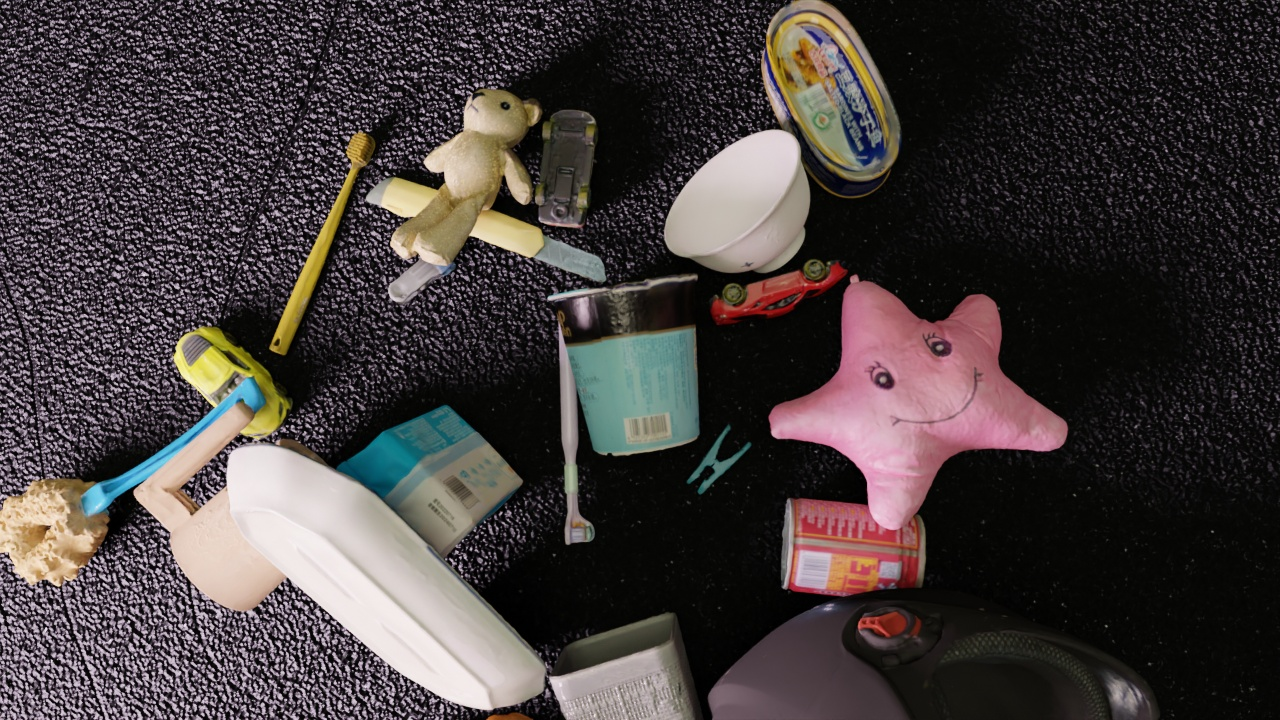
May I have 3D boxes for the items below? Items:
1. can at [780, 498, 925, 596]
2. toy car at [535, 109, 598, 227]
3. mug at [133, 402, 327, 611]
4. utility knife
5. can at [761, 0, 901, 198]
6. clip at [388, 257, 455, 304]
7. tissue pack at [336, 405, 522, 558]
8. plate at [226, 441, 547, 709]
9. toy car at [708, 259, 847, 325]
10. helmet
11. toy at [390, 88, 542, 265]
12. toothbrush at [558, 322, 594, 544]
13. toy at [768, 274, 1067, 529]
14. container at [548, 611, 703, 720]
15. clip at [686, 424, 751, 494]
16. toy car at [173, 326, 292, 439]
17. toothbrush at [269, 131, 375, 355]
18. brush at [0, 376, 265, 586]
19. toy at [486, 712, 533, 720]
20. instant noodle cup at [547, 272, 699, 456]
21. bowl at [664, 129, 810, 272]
[{"bbox_3d":[0.150,0.135,0.656,0.094,0.066,0.066,5,86,6],"label":"can"},{"bbox_3d":[-0.056,-0.149,0.711,0.042,0.035,0.090,6,86,4],"label":"toy car"},{"bbox_3d":[-0.294,0.107,0.687,0.103,0.084,0.124,-42,97,-1],"label":"mug"},{"bbox_3d":[-0.121,-0.104,0.722,0.207,0.021,0.031,20,86,13],"label":"utility knife"},{"bbox_3d":[0.142,-0.196,0.690,0.074,0.049,0.148,-25,84,3],"label":"can"},{"bbox_3d":[-0.174,-0.066,0.727,0.057,0.033,0.025,-42,86,-6],"label":"clip"},{"bbox_3d":[-0.149,0.088,0.653,0.090,0.140,0.063,45,104,2],"label":"tissue pack"},{"bbox_3d":[-0.172,0.156,0.610,0.266,0.162,0.034,54,50,-27],"label":"plate"},{"bbox_3d":[0.103,-0.050,0.683,0.106,0.049,0.031,-18,85,3],"label":"toy car"},{"bbox_3d":[0.166,0.253,0.568,0.274,0.230,0.233,-36,114,-3],"label":"helmet"},{"bbox_3d":[-0.134,-0.140,0.696,0.105,0.066,0.157,17,71,31],"label":"toy"},{"bbox_3d":[-0.053,0.045,0.706,0.021,0.029,0.189,-9,83,42],"label":"toothbrush"},{"bbox_3d":[0.184,0.019,0.656,0.194,0.075,0.178,-23,70,-6],"label":"toy"},{"bbox_3d":[-0.001,0.255,0.652,0.090,0.090,0.114,-18,87,4],"label":"container"},{"bbox_3d":[0.058,0.077,0.696,0.040,0.014,0.056,39,91,7],"label":"clip"},{"bbox_3d":[-0.324,0.017,0.726,0.105,0.032,0.048,43,90,5],"label":"toy car"},{"bbox_3d":[-0.256,-0.094,0.735,0.016,0.016,0.190,22,88,7],"label":"toothbrush"},{"bbox_3d":[-0.394,0.090,0.713,0.255,0.046,0.083,-33,76,6],"label":"brush"},{"bbox_3d":[-0.144,0.314,0.648,0.200,0.130,0.140,-22,123,14],"label":"toy"},{"bbox_3d":[-0.004,0.004,0.668,0.111,0.111,0.120,-8,94,4],"label":"instant noodle cup"},{"bbox_3d":[0.083,-0.104,0.674,0.118,0.118,0.064,-49,122,0],"label":"bowl"}]
